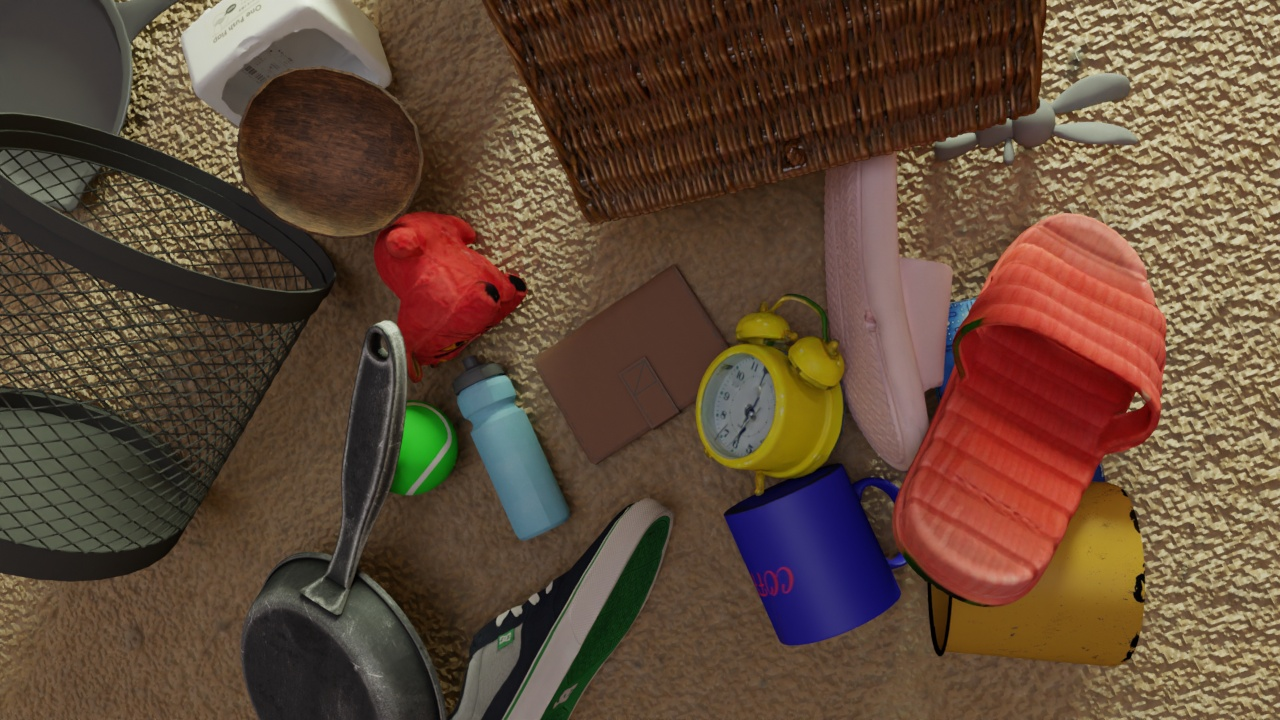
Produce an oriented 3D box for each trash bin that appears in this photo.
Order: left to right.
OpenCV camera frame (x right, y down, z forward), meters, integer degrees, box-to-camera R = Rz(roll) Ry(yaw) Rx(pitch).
[{"bbox_3d":[-0.354,-0.005,0.605,0.218,0.217,0.227,33,103,11],"label":"trash bin"}]

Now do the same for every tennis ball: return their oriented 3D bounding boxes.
[{"bbox_3d":[-0.158,0.060,0.629,0.065,0.065,0.065,0,91,14],"label":"tennis ball"}]

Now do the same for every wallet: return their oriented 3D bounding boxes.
[{"bbox_3d":[-0.004,0.004,0.616,0.121,0.013,0.087,-33,81,11],"label":"wallet"}]

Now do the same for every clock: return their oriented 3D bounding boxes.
[{"bbox_3d":[0.082,0.018,0.556,0.083,0.057,0.119,36,111,49],"label":"clock"}]

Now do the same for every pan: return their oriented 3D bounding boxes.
[{"bbox_3d":[-0.418,-0.240,0.706,0.355,0.024,0.216,-23,86,14],"label":"pan"},{"bbox_3d":[-0.194,0.146,0.606,0.187,0.055,0.357,21,114,26],"label":"pan"}]

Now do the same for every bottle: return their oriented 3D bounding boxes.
[{"bbox_3d":[-0.091,0.056,0.625,0.040,0.040,0.130,-26,85,13],"label":"bottle"}]

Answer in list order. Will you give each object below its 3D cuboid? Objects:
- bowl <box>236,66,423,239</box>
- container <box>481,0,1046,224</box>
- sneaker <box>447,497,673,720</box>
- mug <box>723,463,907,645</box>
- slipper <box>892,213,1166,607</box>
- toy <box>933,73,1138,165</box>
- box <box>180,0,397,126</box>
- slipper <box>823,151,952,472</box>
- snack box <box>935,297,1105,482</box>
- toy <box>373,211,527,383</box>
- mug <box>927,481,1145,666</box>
[{"bbox_3d":[-0.193,-0.130,0.581,0.114,0.026,0.102,18,98,-5],"label":"bowl"},{"bbox_3d":[0.065,-0.215,0.496,0.250,0.162,0.182,-12,45,14],"label":"container"},{"bbox_3d":[-0.064,0.179,0.605,0.079,0.084,0.235,35,100,23],"label":"sneaker"},{"bbox_3d":[0.118,0.111,0.563,0.111,0.079,0.083,-23,85,-15],"label":"mug"},{"bbox_3d":[0.209,0.009,0.468,0.103,0.059,0.248,28,62,12],"label":"slipper"},{"bbox_3d":[0.233,-0.142,0.547,0.112,0.030,0.049,-5,76,19],"label":"toy"},{"bbox_3d":[-0.219,-0.166,0.614,0.109,0.121,0.136,-28,63,13],"label":"box"},{"bbox_3d":[0.143,-0.045,0.540,0.055,0.107,0.221,-5,84,-4],"label":"slipper"},{"bbox_3d":[0.224,0.033,0.554,0.082,0.027,0.150,-13,88,14],"label":"snack box"},{"bbox_3d":[-0.155,-0.054,0.622,0.133,0.088,0.094,48,113,11],"label":"toy"},{"bbox_3d":[0.211,0.101,0.502,0.094,0.101,0.123,2,60,11],"label":"mug"}]
